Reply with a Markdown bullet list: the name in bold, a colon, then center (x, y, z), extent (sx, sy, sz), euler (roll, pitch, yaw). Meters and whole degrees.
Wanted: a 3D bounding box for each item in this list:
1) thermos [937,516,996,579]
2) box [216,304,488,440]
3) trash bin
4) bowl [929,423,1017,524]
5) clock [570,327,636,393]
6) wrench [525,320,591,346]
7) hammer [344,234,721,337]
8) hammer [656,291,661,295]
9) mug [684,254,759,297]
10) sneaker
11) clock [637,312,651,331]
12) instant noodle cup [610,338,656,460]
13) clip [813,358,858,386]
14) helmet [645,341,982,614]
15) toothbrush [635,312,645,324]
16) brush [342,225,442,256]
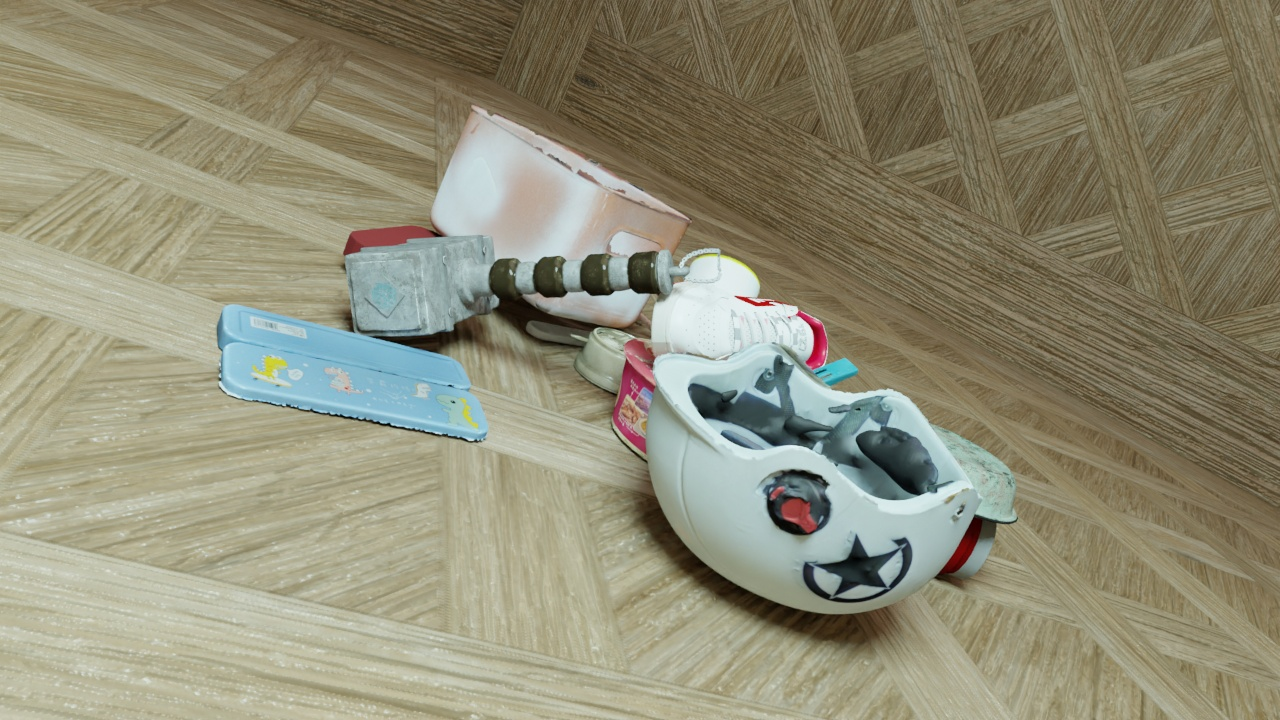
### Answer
- **thermos**: center (0.244, 0.142, 0.925), extent (0.198, 0.084, 0.108), euler (24, 4, 0)
- **box**: center (-0.227, 0.010, 0.736), extent (0.208, 0.021, 0.125), euler (15, 19, -32)
- **trash bin**: center (-0.098, -0.159, 1.055), extent (0.260, 0.157, 0.181), euler (36, 15, 34)
- **bowl**: center (0.303, 0.101, 0.902), extent (0.157, 0.039, 0.157), euler (22, 15, -6)
- **clock**: center (-0.006, 0.007, 1.010), extent (0.141, 0.055, 0.092), euler (29, 17, 18)
- **wrench**: center (-0.025, -0.019, 1.127), extent (0.272, 0.018, 0.066), euler (10, 24, -41)
- **hammer**: center (-0.090, -0.076, 0.846), extent (0.327, 0.079, 0.176), euler (-1, 12, 13)
- **hammer**: center (0.092, -0.029, 1.139), extent (0.323, 0.033, 0.115), euler (43, 15, -6)
- **mug**: center (0.076, -0.050, 1.006), extent (0.082, 0.106, 0.083), euler (19, -26, 10)
- **sneaker**: center (0.112, -0.025, 0.895), extent (0.104, 0.090, 0.236), euler (2, -6, 37)
- **clock**: center (-0.053, -0.110, 1.212), extent (0.160, 0.086, 0.131), euler (35, 5, 35)
- **instant noodle cup**: center (0.048, 0.056, 0.905), extent (0.178, 0.078, 0.178), euler (25, 16, -8)
- **clip**: center (0.150, 0.042, 0.898), extent (0.120, 0.104, 0.027), euler (6, 23, -36)
- **helmet**: center (0.115, 0.100, 0.720), extent (0.264, 0.164, 0.236), euler (17, 18, -9)
- **toothbrush**: center (-0.063, -0.096, 1.302), extent (0.167, 0.016, 0.016), euler (30, 16, 17)
- **brush**: center (-0.257, -0.110, 1.014), extent (0.082, 0.042, 0.173), euler (29, 17, 8)
